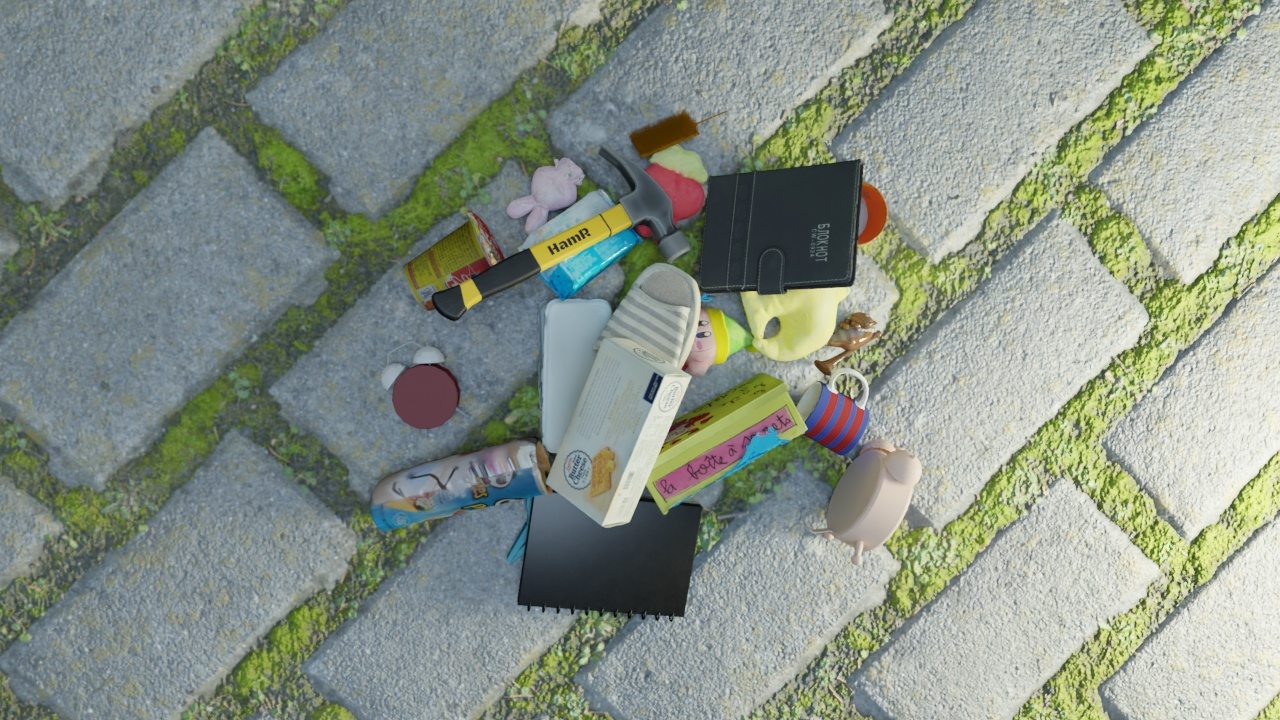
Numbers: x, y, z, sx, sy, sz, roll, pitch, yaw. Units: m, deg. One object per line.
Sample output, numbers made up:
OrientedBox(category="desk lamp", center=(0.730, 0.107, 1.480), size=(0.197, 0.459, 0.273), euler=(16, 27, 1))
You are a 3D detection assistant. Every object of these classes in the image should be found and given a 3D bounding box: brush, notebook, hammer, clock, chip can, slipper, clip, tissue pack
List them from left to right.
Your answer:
OrientedBox(category="clock", center=(-0.284, 0.036, 1.197), size=(0.087, 0.044, 0.124), euler=(-28, 97, -2))
OrientedBox(category="chip can", center=(-0.232, 0.159, 1.183), size=(0.229, 0.079, 0.080), euler=(-14, 97, 5))
OrientedBox(category="clip", center=(-0.137, 0.208, 1.238), size=(0.120, 0.033, 0.118), euler=(-15, 100, -5))
OrientedBox(category="hammer", center=(-0.106, -0.139, 1.119), size=(0.324, 0.034, 0.170), euler=(-30, 86, -18))
OrientedBox(category="tissue pack", center=(-0.079, -0.148, 1.176), size=(0.144, 0.062, 0.093), euler=(-39, 91, -21))
OrientedBox(category="notebook", center=(-0.041, 0.266, 1.241), size=(0.231, 0.019, 0.169), euler=(8, 98, -12))
OrientedBox(category="slipper", center=(-0.007, 0.007, 1.172), size=(0.114, 0.054, 0.273), euler=(22, 94, 16))
OrientedBox(category="brush", center=(0.050, -0.305, 1.198), size=(0.126, 0.048, 0.017), euler=(-23, 139, -3))
OrientedBox(category="notebook", center=(0.173, -0.164, 1.157), size=(0.209, 0.029, 0.169), euler=(-1, 77, 35))
OrientedBox(category="clock", center=(0.297, 0.179, 1.224), size=(0.086, 0.131, 0.160), euler=(35, 91, -8))

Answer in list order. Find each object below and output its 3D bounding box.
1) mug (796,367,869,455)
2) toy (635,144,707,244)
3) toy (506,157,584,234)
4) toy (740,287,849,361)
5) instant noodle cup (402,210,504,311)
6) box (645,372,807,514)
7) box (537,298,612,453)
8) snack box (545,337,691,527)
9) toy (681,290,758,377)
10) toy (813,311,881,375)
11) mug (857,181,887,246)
OrientedBox(category="mug", center=(0.265, 0.063, 1.231), size=(0.076, 0.074, 0.112), euler=(29, 112, -8))
OrientedBox(category="toy", center=(0.038, -0.218, 1.203), size=(0.091, 0.045, 0.135), euler=(18, 88, -5))
OrientedBox(category="toy", center=(-0.121, -0.214, 1.188), size=(0.110, 0.047, 0.063), euler=(-43, 76, 4))
OrientedBox(category="toy", center=(0.205, -0.084, 1.221), size=(0.154, 0.065, 0.170), euler=(-19, 99, -13))
OrientedBox(category="instant noodle cup", center=(-0.235, -0.115, 1.168), size=(0.112, 0.100, 0.100), euler=(-27, 97, 5))
OrientedBox(category="box", center=(0.097, 0.102, 1.203), size=(0.221, 0.124, 0.079), euler=(-31, 100, -1))
OrientedBox(category="box", center=(-0.088, 0.021, 1.213), size=(0.118, 0.063, 0.213), euler=(2, 94, -8))
OrientedBox(category="snack box", center=(-0.029, 0.086, 1.117), size=(0.104, 0.057, 0.208), euler=(32, 107, 32))
OrientedBox(category="toy", center=(0.093, -0.036, 1.222), size=(0.131, 0.097, 0.124), euler=(-13, 67, 7))
OrientedBox(category="toy", center=(0.282, -0.028, 1.250), size=(0.101, 0.041, 0.055), euler=(-31, 120, -10))
OrientedBox(category="mug", center=(0.265, -0.189, 1.199), size=(0.082, 0.105, 0.082), euler=(-1, 96, -6))
